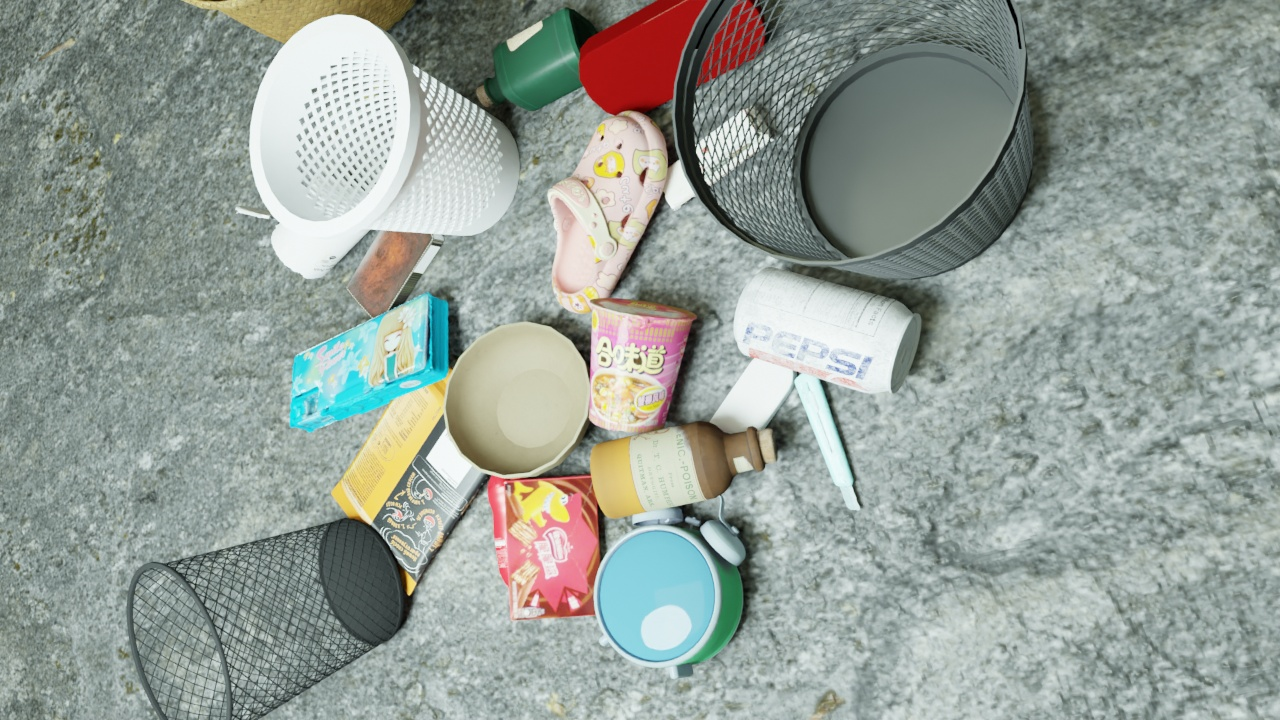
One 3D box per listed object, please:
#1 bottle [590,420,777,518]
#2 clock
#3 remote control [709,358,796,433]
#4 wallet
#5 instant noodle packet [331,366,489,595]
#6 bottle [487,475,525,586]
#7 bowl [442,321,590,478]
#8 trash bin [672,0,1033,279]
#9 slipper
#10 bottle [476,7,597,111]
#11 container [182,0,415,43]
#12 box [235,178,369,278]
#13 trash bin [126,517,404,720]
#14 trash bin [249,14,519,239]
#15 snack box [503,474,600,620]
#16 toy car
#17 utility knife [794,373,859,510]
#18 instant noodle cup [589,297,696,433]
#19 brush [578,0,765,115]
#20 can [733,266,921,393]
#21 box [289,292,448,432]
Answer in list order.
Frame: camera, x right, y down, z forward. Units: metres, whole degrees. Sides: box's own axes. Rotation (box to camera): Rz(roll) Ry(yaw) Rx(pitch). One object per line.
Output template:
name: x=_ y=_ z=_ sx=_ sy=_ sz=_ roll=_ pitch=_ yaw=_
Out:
bottle: x=0.040 y=0.089 z=0.793 sx=0.157 sy=0.068 sz=0.068 roll=-13 pitch=82 yaw=11
clock: x=0.032 y=0.190 z=0.817 sx=0.122 sy=0.075 sz=0.161 roll=16 pitch=84 yaw=29
remote control: x=0.091 y=0.051 z=0.818 sx=0.043 sy=0.013 sz=0.137 roll=40 pitch=107 yaw=23
wallet: x=-0.274 y=-0.108 z=1.016 sx=0.072 sy=0.019 sz=0.123 roll=44 pitch=108 yaw=22
instant noodle packet: x=-0.239 y=0.115 z=0.983 sx=0.160 sy=0.032 sz=0.221 roll=43 pitch=108 yaw=25
bottle: x=-0.124 y=0.181 z=0.913 sx=0.042 sy=0.041 sz=0.141 roll=-13 pitch=83 yaw=27
bowl: x=-0.112 y=0.042 z=0.895 sx=0.152 sy=0.050 sz=0.152 roll=-5 pitch=74 yaw=16
trash bin: x=0.171 y=-0.163 z=0.660 sx=0.218 sy=0.227 sz=0.217 roll=-1 pitch=88 yaw=28
slipper: x=-0.045 y=-0.138 z=0.851 sx=0.093 sy=0.081 sz=0.197 roll=32 pitch=107 yaw=42
bottle: x=-0.106 y=-0.287 z=0.906 sx=0.131 sy=0.061 sz=0.061 roll=-19 pitch=77 yaw=27
container: x=-0.357 y=-0.485 z=0.974 sx=0.308 sy=0.196 sz=0.307 roll=-2 pitch=86 yaw=30
box: x=-0.384 y=-0.165 z=1.046 sx=0.140 sy=0.083 sz=0.141 roll=-40 pitch=77 yaw=22
trash bin: x=-0.370 y=0.259 z=0.933 sx=0.184 sy=0.209 sz=0.184 roll=9 pitch=104 yaw=36
trash bin: x=-0.230 y=-0.202 z=0.893 sx=0.196 sy=0.199 sz=0.195 roll=-1 pitch=88 yaw=28
snack box: x=-0.084 y=0.179 z=0.882 sx=0.089 sy=0.021 sz=0.133 roll=-4 pitch=86 yaw=-3
toy car: x=0.062 y=-0.183 z=0.825 sx=0.113 sy=0.039 sz=0.039 roll=-32 pitch=73 yaw=24
utility knife: x=0.161 y=0.068 z=0.781 sx=0.022 sy=0.015 sz=0.126 roll=-23 pitch=81 yaw=25
instant noodle cup: x=-0.005 y=0.005 z=0.832 sx=0.098 sy=0.097 sz=0.109 roll=14 pitch=104 yaw=28
brush: x=0.027 y=-0.287 z=0.828 sx=0.174 sy=0.082 sz=0.041 roll=-19 pitch=49 yaw=26
can: x=0.151 y=-0.025 z=0.751 sx=0.136 sy=0.078 sz=0.078 roll=19 pitch=97 yaw=27
box: x=-0.300 y=0.005 z=0.998 sx=0.227 sy=0.041 sz=0.094 roll=-20 pitch=62 yaw=30
